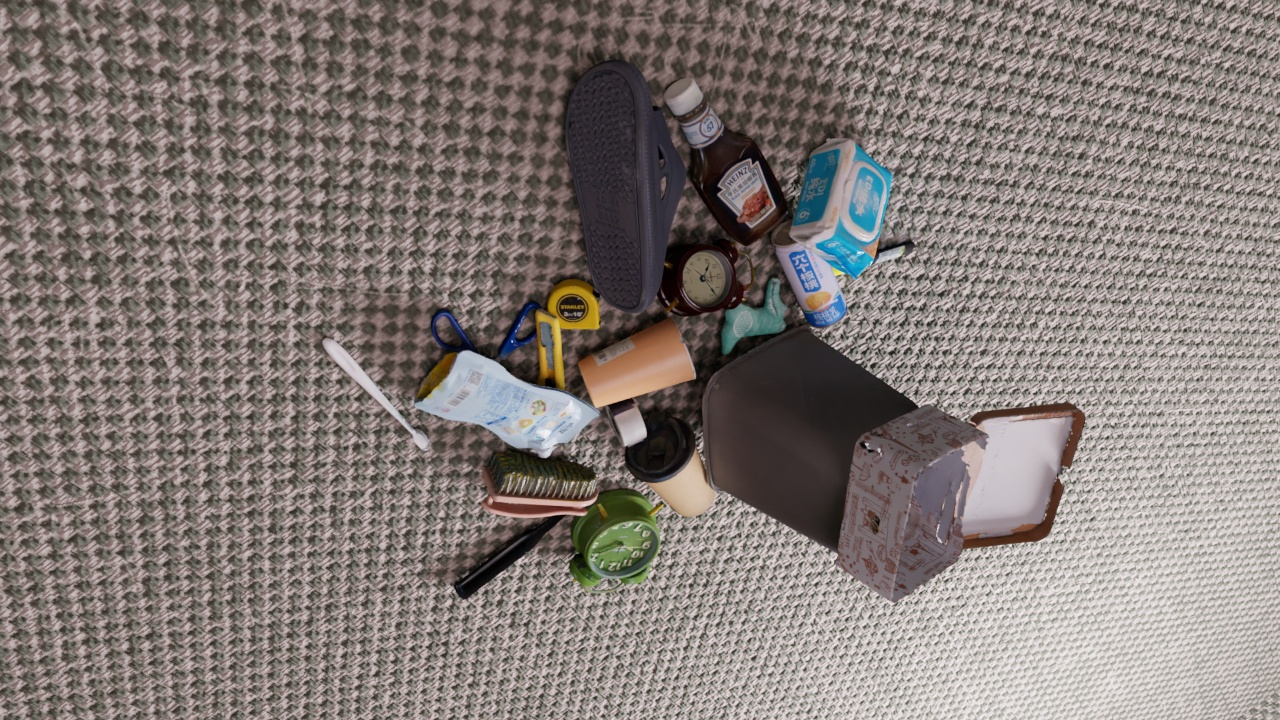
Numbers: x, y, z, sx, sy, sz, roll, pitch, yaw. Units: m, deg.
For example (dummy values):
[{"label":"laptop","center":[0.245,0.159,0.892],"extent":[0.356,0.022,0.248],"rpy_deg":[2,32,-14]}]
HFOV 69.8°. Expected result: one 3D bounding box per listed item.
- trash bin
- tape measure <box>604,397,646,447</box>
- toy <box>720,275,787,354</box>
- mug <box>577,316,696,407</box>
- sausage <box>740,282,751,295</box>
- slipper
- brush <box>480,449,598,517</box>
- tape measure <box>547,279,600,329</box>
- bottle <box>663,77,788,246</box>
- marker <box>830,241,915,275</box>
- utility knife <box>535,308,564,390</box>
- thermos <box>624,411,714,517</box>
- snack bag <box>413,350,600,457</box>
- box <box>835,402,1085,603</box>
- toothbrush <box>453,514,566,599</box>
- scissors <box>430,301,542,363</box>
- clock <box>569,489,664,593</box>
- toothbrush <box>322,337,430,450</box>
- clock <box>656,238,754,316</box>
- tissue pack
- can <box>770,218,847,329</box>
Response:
[{"label":"trash bin","center":[0.218,0.104,1.096],"extent":[0.198,0.220,0.199],"rpy_deg":[-27,130,-28]},{"label":"tape measure","center":[-0.018,0.069,1.101],"extent":[0.033,0.066,0.066],"rpy_deg":[-23,126,-8]},{"label":"toy","center":[0.140,-0.055,1.110],"extent":[0.091,0.030,0.097],"rpy_deg":[-6,115,-24]},{"label":"mug","center":[-0.006,0.006,1.064],"extent":[0.122,0.078,0.078],"rpy_deg":[-21,126,-3]},{"label":"sausage","center":[0.059,-0.085,1.063],"extent":[0.155,0.020,0.020],"rpy_deg":[3,120,-23]},{"label":"slipper","center":[-0.009,-0.179,0.939],"extent":[0.083,0.111,0.269],"rpy_deg":[-35,135,-37]},{"label":"brush","center":[-0.119,0.158,1.121],"extent":[0.145,0.063,0.073],"rpy_deg":[10,113,-29]},{"label":"tape measure","center":[-0.074,-0.062,1.016],"extent":[0.060,0.028,0.057],"rpy_deg":[0,122,1]},{"label":"bottle","center":[0.087,-0.213,0.978],"extent":[0.080,0.044,0.195],"rpy_deg":[-39,126,0]},{"label":"marker","center":[0.285,-0.127,1.130],"extent":[0.124,0.015,0.018],"rpy_deg":[-17,126,-15]},{"label":"utility knife","center":[-0.104,0.006,1.044],"extent":[0.033,0.015,0.155],"rpy_deg":[7,130,9]},{"label":"thermos","center":[0.043,0.137,1.161],"extent":[0.093,0.093,0.143],"rpy_deg":[-33,135,1]},{"label":"snack bag","center":[-0.150,0.053,1.039],"extent":[0.191,0.038,0.110],"rpy_deg":[25,121,-32]},{"label":"box","center":[0.343,0.139,0.988],"extent":[0.271,0.106,0.178],"rpy_deg":[-11,121,-23]},{"label":"toothbrush","center":[-0.148,0.235,1.180],"extent":[0.212,0.027,0.026],"rpy_deg":[-37,119,1]},{"label":"scissors","center":[-0.171,-0.004,1.028],"extent":[0.162,0.012,0.176],"rpy_deg":[34,106,-36]},{"label":"clock","center":[-0.034,0.246,1.214],"extent":[0.116,0.056,0.161],"rpy_deg":[4,120,-23]},{"label":"toothbrush","center":[-0.287,0.037,1.008],"extent":[0.016,0.016,0.180],"rpy_deg":[-35,125,0]},{"label":"clock","center":[0.073,-0.093,1.026],"extent":[0.121,0.055,0.082],"rpy_deg":[-12,96,-24]},{"label":"tissue pack","center":[0.226,-0.170,1.017],"extent":[0.090,0.063,0.140],"rpy_deg":[27,72,-33]},{"label":"can","center":[0.200,-0.102,1.086],"extent":[0.053,0.053,0.134],"rpy_deg":[-33,127,0]}]
